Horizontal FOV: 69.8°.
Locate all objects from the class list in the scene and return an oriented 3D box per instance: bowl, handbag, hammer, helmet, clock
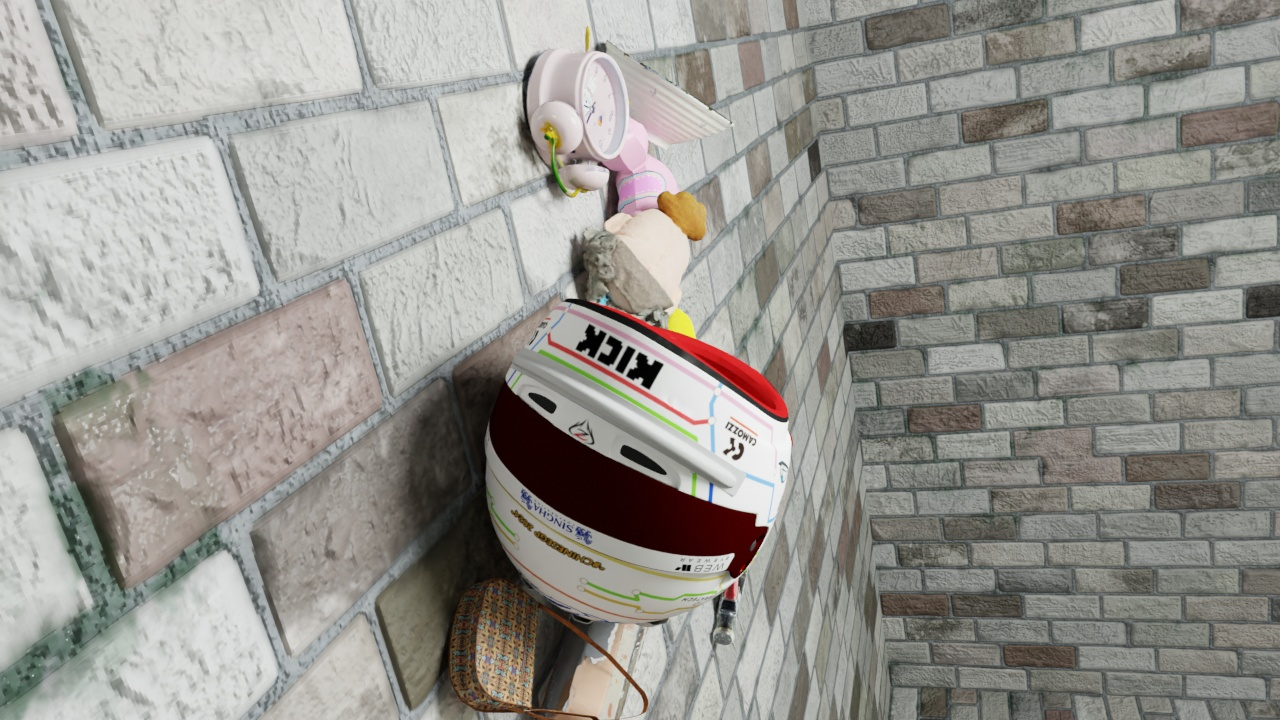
[{"bbox_3d":[0.018,-0.296,1.075,0.071,0.177,0.177,-57,167,16],"label":"bowl"},{"bbox_3d":[-0.067,0.243,0.720,0.195,0.043,0.093,34,40,-35],"label":"handbag"},{"bbox_3d":[0.134,0.230,1.244,0.140,0.036,0.327,-68,164,-52],"label":"hammer"},{"bbox_3d":[-0.008,0.091,0.726,0.236,0.231,0.314,-63,162,5],"label":"helmet"},{"bbox_3d":[-0.062,-0.230,0.889,0.117,0.059,0.157,57,42,-52],"label":"clock"}]

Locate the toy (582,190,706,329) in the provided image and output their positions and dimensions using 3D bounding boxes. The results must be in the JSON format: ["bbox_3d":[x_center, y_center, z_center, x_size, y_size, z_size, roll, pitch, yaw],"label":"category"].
[{"bbox_3d":[0.005,-0.111,0.970,0.175,0.076,0.133,-47,116,-21],"label":"toy"}]

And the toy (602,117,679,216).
[{"bbox_3d":[-0.001,-0.195,1.036,0.157,0.067,0.123,52,28,-50],"label":"toy"}]

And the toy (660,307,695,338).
[{"bbox_3d":[0.051,-0.023,1.193,0.094,0.041,0.095,-78,154,-50],"label":"toy"}]

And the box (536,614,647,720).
[{"bbox_3d":[-0.024,0.265,0.853,0.121,0.094,0.216,-57,-170,42],"label":"box"}]
